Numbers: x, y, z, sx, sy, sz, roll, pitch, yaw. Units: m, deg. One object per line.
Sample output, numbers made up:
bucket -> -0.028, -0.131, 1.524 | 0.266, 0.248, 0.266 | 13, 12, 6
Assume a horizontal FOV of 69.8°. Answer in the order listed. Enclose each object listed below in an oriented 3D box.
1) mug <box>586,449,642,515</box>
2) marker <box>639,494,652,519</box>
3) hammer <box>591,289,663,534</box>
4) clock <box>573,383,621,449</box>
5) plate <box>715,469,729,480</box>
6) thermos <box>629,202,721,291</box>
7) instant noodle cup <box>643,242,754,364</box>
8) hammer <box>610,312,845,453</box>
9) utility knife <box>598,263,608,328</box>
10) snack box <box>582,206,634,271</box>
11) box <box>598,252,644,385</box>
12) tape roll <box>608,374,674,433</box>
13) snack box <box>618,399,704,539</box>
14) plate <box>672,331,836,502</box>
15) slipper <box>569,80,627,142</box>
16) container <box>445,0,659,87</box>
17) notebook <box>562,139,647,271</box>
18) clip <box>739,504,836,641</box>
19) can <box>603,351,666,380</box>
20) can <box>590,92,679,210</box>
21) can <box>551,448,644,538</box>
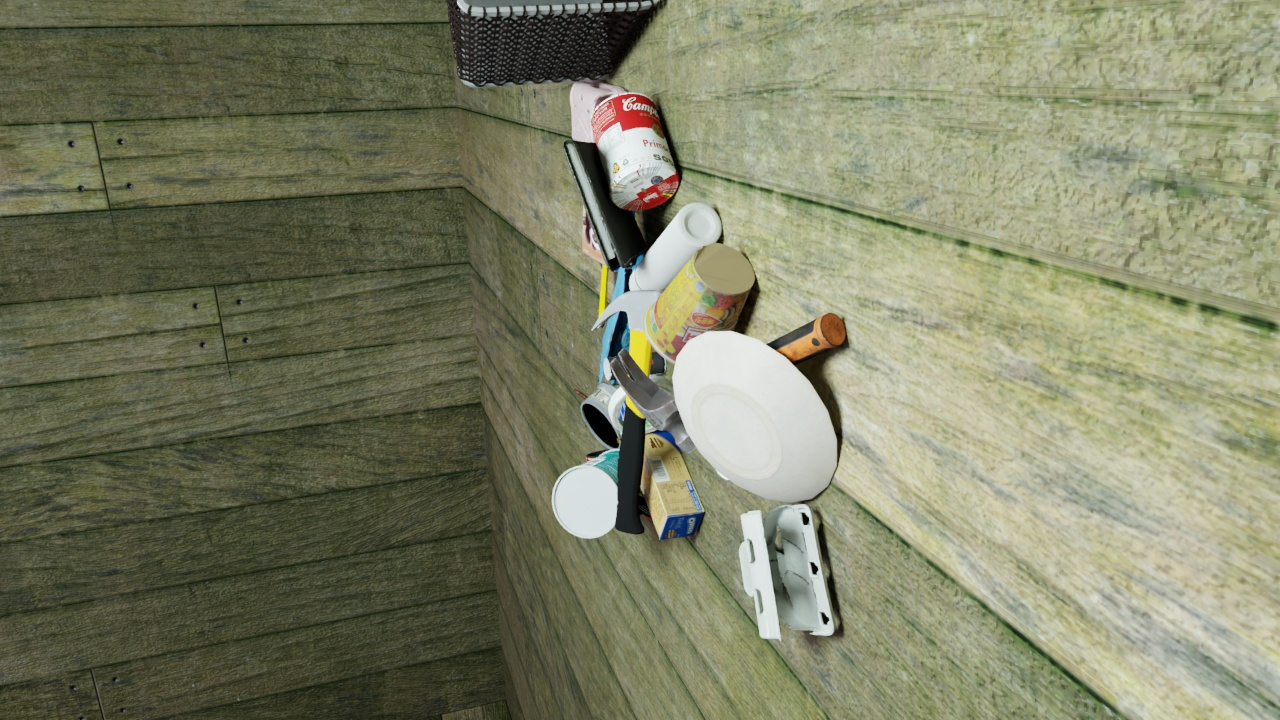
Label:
mug -> -0.025, 0.189, 1.406 | 0.118, 0.081, 0.098 | -5, 93, 45
marker -> 0.004, 0.202, 1.280 | 0.145, 0.021, 0.023 | 51, -163, -66
hammer -> -0.006, 0.068, 1.160 | 0.029, 0.127, 0.324 | -32, -50, -65
clock -> -0.034, 0.092, 1.387 | 0.148, 0.056, 0.104 | 30, 146, 42
plate -> 0.101, 0.080, 1.024 | 0.104, 0.026, 0.104 | 173, 90, -72
thermos -> 0.035, -0.123, 1.105 | 0.225, 0.052, 0.052 | 139, 122, -70
instant noodle cup -> 0.068, -0.061, 0.974 | 0.113, 0.100, 0.100 | 121, 140, -51
hammer -> 0.081, 0.007, 0.905 | 0.138, 0.034, 0.315 | 44, 148, -9
utility knife -> -0.053, -0.157, 1.403 | 0.030, 0.019, 0.217 | -150, 66, -78
snack box -> -0.046, -0.213, 1.322 | 0.087, 0.034, 0.151 | 35, 132, 43
box -> -0.031, -0.060, 1.343 | 0.232, 0.054, 0.093 | 107, 151, -53
tape roll -> 0.004, 0.060, 1.213 | 0.018, 0.093, 0.094 | -114, 24, -44
snack box -> 0.025, 0.142, 1.246 | 0.056, 0.057, 0.206 | 105, 153, -43
plate -> 0.097, 0.061, 0.868 | 0.189, 0.027, 0.189 | 28, 137, 30
slipper -> -0.072, -0.359, 1.334 | 0.239, 0.064, 0.094 | -124, 31, -59
container -> -0.131, -0.506, 1.172 | 0.244, 0.245, 0.247 | 153, 109, -76
notebook -> -0.041, -0.197, 1.159 | 0.208, 0.029, 0.169 | -53, -58, -74
clip -> 0.125, 0.210, 0.915 | 0.153, 0.099, 0.126 | -23, 72, 62
can -> -0.007, 0.007, 1.248 | 0.031, 0.080, 0.031 | 172, 91, -74
can -> -0.008, -0.257, 1.132 | 0.087, 0.086, 0.116 | 113, 146, -59
can -> -0.052, 0.186, 1.302 | 0.143, 0.099, 0.099 | -13, -84, -72
